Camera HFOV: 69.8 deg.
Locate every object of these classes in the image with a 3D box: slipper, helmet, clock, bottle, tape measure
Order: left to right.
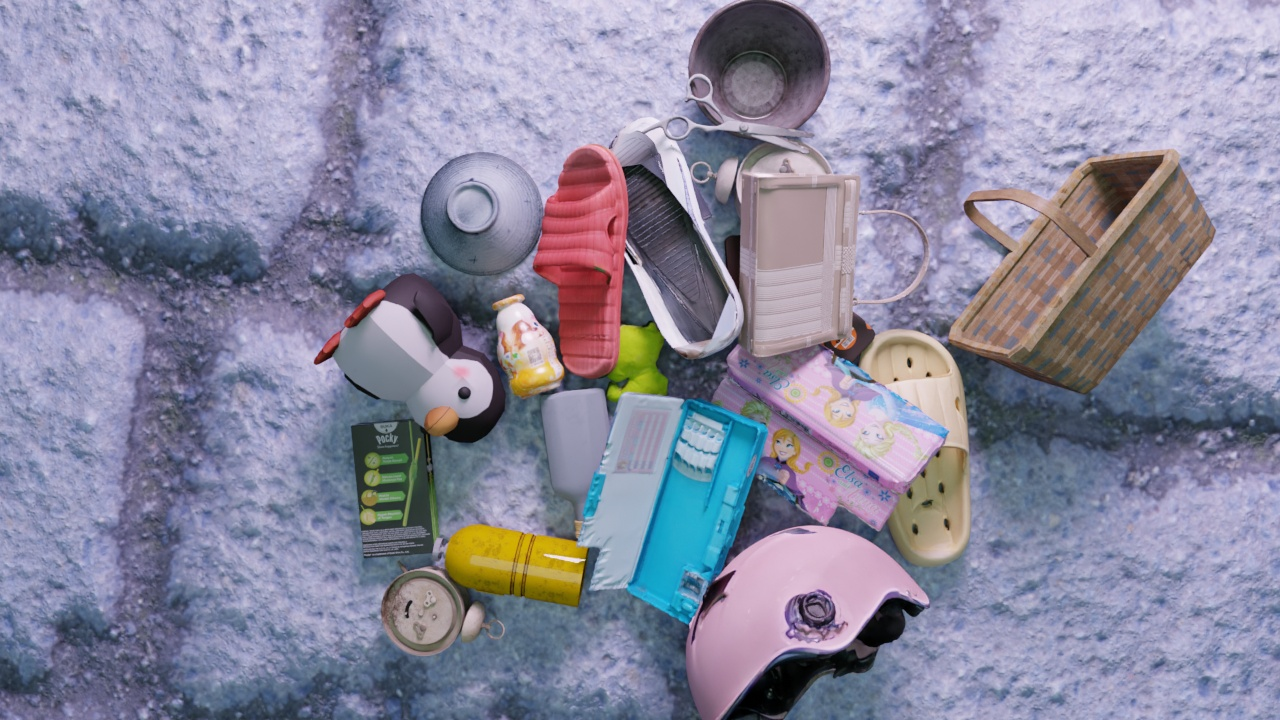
[{"bbox_3d":[-0.214,0.276,1.009,0.141,0.054,0.093,15,93,9],"label":"clock"},{"bbox_3d":[-0.142,0.220,0.996,0.164,0.071,0.071,10,92,2],"label":"bottle"},{"bbox_3d":[-0.125,-0.015,0.990,0.063,0.063,0.109,-19,90,2],"label":"bottle"},{"bbox_3d":[-0.067,-0.102,0.967,0.104,0.059,0.249,8,101,40],"label":"slipper"},{"bbox_3d":[-0.064,0.113,1.000,0.072,0.046,0.161,-8,92,2],"label":"bottle"},{"bbox_3d":[0.034,-0.127,0.968,0.111,0.063,0.263,-30,74,25],"label":"slipper"},{"bbox_3d":[0.129,-0.181,0.975,0.157,0.061,0.103,14,80,-2],"label":"clock"},{"bbox_3d":[0.145,0.260,0.914,0.255,0.230,0.152,-27,64,-17],"label":"helmet"},{"bbox_3d":[0.214,-0.028,0.990,0.059,0.038,0.058,38,100,-11],"label":"tape measure"},{"bbox_3d":[0.304,0.095,0.972,0.111,0.079,0.261,-9,92,-1],"label":"slipper"}]

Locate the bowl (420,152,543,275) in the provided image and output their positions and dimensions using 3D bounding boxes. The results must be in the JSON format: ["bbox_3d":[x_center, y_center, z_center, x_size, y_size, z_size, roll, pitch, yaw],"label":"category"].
[{"bbox_3d":[-0.176,-0.161,0.989,0.137,0.057,0.137,0,92,2],"label":"bowl"}]

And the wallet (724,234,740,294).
[{"bbox_3d":[0.152,-0.095,1.001,0.115,0.018,0.091,-4,91,0],"label":"wallet"}]

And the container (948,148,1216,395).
[{"bbox_3d":[0.417,-0.108,0.923,0.186,0.157,0.250,37,93,-11],"label":"container"}]

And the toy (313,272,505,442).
[{"bbox_3d":[-0.220,0.004,0.978,0.184,0.139,0.159,45,125,-9],"label":"toy"}]

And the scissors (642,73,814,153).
[{"bbox_3d":[0.089,-0.230,0.930,0.161,0.014,0.118,42,92,3],"label":"scissors"}]

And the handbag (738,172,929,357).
[{"bbox_3d":[0.201,-0.102,0.928,0.197,0.062,0.176,-4,107,-11],"label":"handbag"}]

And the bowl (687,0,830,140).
[{"bbox_3d":[0.122,-0.300,0.968,0.145,0.067,0.145,0,92,2],"label":"bowl"}]

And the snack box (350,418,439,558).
[{"bbox_3d":[-0.271,0.141,1.019,0.080,0.025,0.147,-5,92,2],"label":"snack box"}]

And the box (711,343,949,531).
[{"bbox_3d":[0.176,0.068,0.944,0.230,0.062,0.160,36,93,25],"label":"box"}]

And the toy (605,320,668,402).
[{"bbox_3d":[-0.006,0.006,1.001,0.094,0.036,0.093,-39,95,9],"label":"toy"}]

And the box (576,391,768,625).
[{"bbox_3d":[0.024,0.150,0.971,0.170,0.085,0.227,16,100,-6],"label":"box"}]
